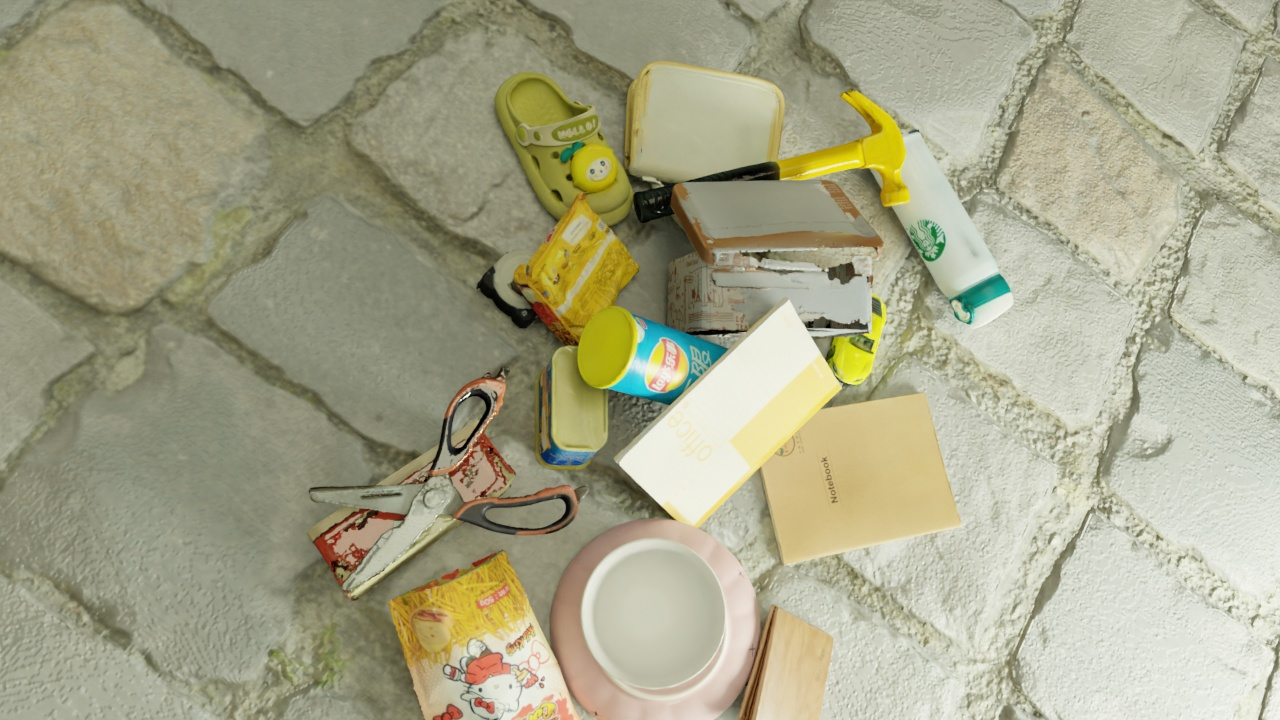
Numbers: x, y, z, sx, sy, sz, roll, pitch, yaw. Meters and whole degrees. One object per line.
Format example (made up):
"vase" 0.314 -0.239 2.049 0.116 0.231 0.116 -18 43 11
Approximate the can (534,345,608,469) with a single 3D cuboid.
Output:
"can" -0.063 0.044 0.845 0.057 0.083 0.102 3 74 -14

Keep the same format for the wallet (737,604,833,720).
"wallet" 0.137 0.293 0.840 0.101 0.020 0.115 34 64 -37

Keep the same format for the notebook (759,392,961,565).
"notebook" 0.222 0.117 0.942 0.207 0.008 0.147 -8 77 -17

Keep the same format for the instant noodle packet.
"instant noodle packet" -0.058 -0.085 0.878 0.111 0.044 0.128 53 51 -31

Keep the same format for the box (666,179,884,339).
"box" 0.122 -0.106 0.886 0.181 0.150 0.166 1 87 -15

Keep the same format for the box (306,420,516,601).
"box" -0.187 0.134 0.782 0.168 0.091 0.078 -35 83 -21

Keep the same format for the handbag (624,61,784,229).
"handbag" 0.062 -0.213 0.974 0.163 0.063 0.178 6 88 -13

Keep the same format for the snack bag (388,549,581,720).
"snack bag" -0.127 0.277 0.780 0.128 0.073 0.208 -20 88 -20

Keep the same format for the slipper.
"slipper" -0.078 -0.219 0.920 0.091 0.082 0.190 -32 82 -18

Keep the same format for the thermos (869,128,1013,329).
"thermos" 0.331 -0.142 1.014 0.073 0.073 0.224 -25 83 -20

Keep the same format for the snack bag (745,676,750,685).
"snack bag" 0.080 0.252 0.855 0.048 0.026 0.104 -20 81 1

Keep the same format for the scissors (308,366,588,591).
"scissors" -0.149 0.106 0.745 0.189 0.015 0.224 37 68 -10

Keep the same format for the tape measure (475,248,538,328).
"tape measure" -0.115 -0.074 0.893 0.066 0.034 0.065 41 69 -3

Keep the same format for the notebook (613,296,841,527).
"notebook" 0.086 0.055 0.840 0.206 0.010 0.146 -43 133 -3

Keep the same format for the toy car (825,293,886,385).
"toy car" 0.232 -0.024 0.972 0.048 0.032 0.105 24 71 -8

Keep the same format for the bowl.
"bowl" 0.008 0.209 0.769 0.118 0.065 0.118 1 78 -5

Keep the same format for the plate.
"plate" 0.015 0.237 0.818 0.192 0.039 0.192 1 78 -5

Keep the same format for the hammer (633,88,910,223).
"hammer" 0.138 -0.193 0.949 0.300 0.033 0.129 -16 99 -12

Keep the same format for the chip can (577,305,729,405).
"chip can" 0.044 0.011 0.840 0.210 0.071 0.071 17 68 -42
